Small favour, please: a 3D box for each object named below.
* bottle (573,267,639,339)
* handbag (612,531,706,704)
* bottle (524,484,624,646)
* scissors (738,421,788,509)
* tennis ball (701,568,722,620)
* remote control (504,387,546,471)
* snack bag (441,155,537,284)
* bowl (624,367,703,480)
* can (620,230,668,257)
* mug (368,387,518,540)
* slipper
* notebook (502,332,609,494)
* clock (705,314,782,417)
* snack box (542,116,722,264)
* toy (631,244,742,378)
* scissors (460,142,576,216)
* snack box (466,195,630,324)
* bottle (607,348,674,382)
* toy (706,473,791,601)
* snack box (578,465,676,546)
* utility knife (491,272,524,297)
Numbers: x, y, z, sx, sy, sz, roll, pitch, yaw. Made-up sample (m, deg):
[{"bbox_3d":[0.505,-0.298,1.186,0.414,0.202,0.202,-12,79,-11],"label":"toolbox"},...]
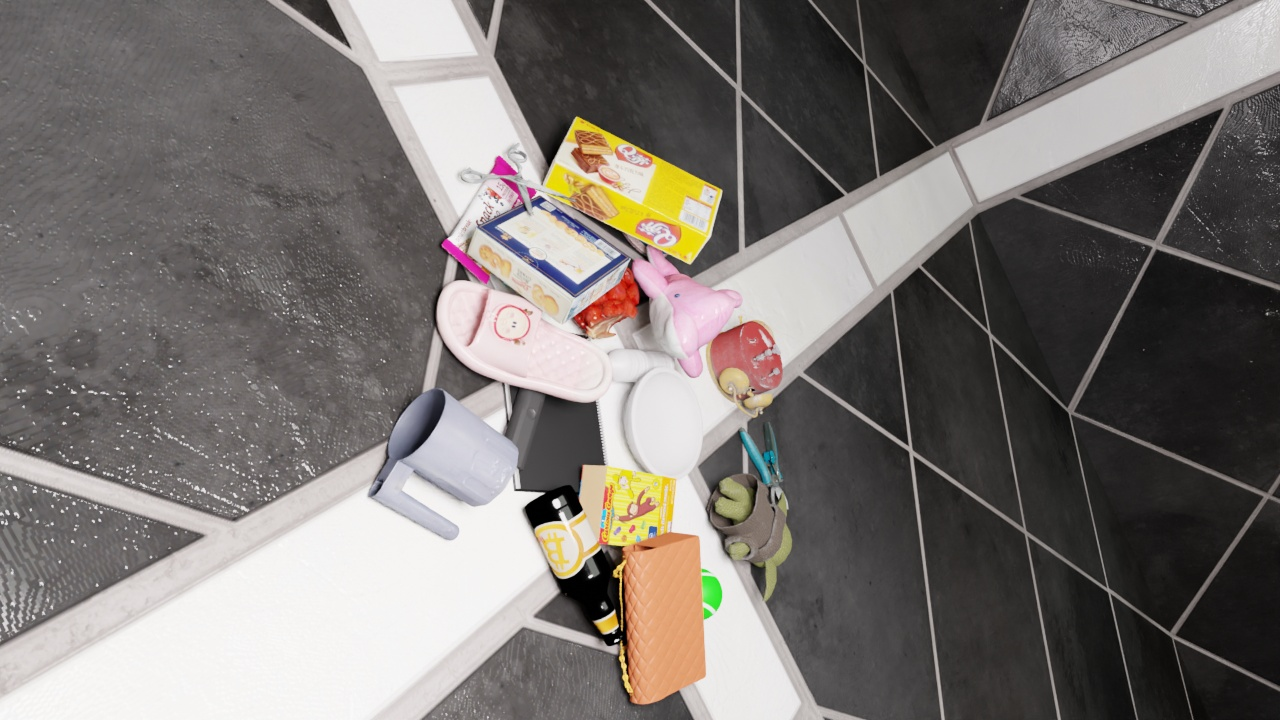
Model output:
[{"bbox_3d":[-0.050,-0.086,1.187,0.098,0.099,0.111,-1,59,-51],"label":"bottle"},{"bbox_3d":[0.018,0.297,1.072,0.108,0.060,0.172,-5,93,-51],"label":"handbag"},{"bbox_3d":[-0.065,0.232,1.019,0.059,0.059,0.181,-28,94,-53],"label":"bottle"},{"bbox_3d":[0.191,0.156,1.413,0.124,0.019,0.154,34,46,-36],"label":"scissors"},{"bbox_3d":[0.070,0.293,1.150,0.065,0.066,0.065,27,52,-41],"label":"tennis ball"},{"bbox_3d":[-0.128,0.059,1.046,0.033,0.015,0.146,39,46,-30],"label":"remote control"},{"bbox_3d":[-0.180,-0.177,1.123,0.070,0.016,0.196,42,41,-22],"label":"snack bag"},{"bbox_3d":[0.022,0.085,1.213,0.149,0.043,0.149,14,72,-48],"label":"bowl"},{"bbox_3d":[0.017,-0.218,1.365,0.130,0.044,0.129,30,46,-36],"label":"can"},{"bbox_3d":[-0.196,0.106,0.918,0.104,0.084,0.123,41,68,-33],"label":"mug"},{"bbox_3d":[-0.129,-0.019,1.044,0.221,0.056,0.106,26,54,-17],"label":"slipper"},{"bbox_3d":[-0.102,0.058,1.104,0.148,0.016,0.206,12,63,-47],"label":"notebook"},{"bbox_3d":[0.168,0.012,1.407,0.117,0.081,0.158,35,47,-35],"label":"clock"},{"bbox_3d":[-0.009,-0.234,1.258,0.230,0.062,0.109,25,48,-9],"label":"snack box"},{"bbox_3d":[0.072,-0.075,1.245,0.265,0.128,0.187,-101,167,-69],"label":"toy"},{"bbox_3d":[-0.154,-0.229,1.138,0.141,0.014,0.175,5,40,-20],"label":"scissors"},{"bbox_3d":[-0.106,-0.123,1.084,0.144,0.043,0.144,36,36,8],"label":"snack box"},{"bbox_3d":[-0.007,0.007,1.223,0.136,0.044,0.044,3,70,-51],"label":"bottle"},{"bbox_3d":[0.155,0.228,1.280,0.153,0.078,0.178,52,38,-32],"label":"toy"},{"bbox_3d":[-0.016,0.178,1.105,0.125,0.040,0.088,17,75,-46],"label":"snack box"},{"bbox_3d":[-0.151,-0.093,1.123,0.165,0.015,0.022,32,42,-35],"label":"utility knife"}]
